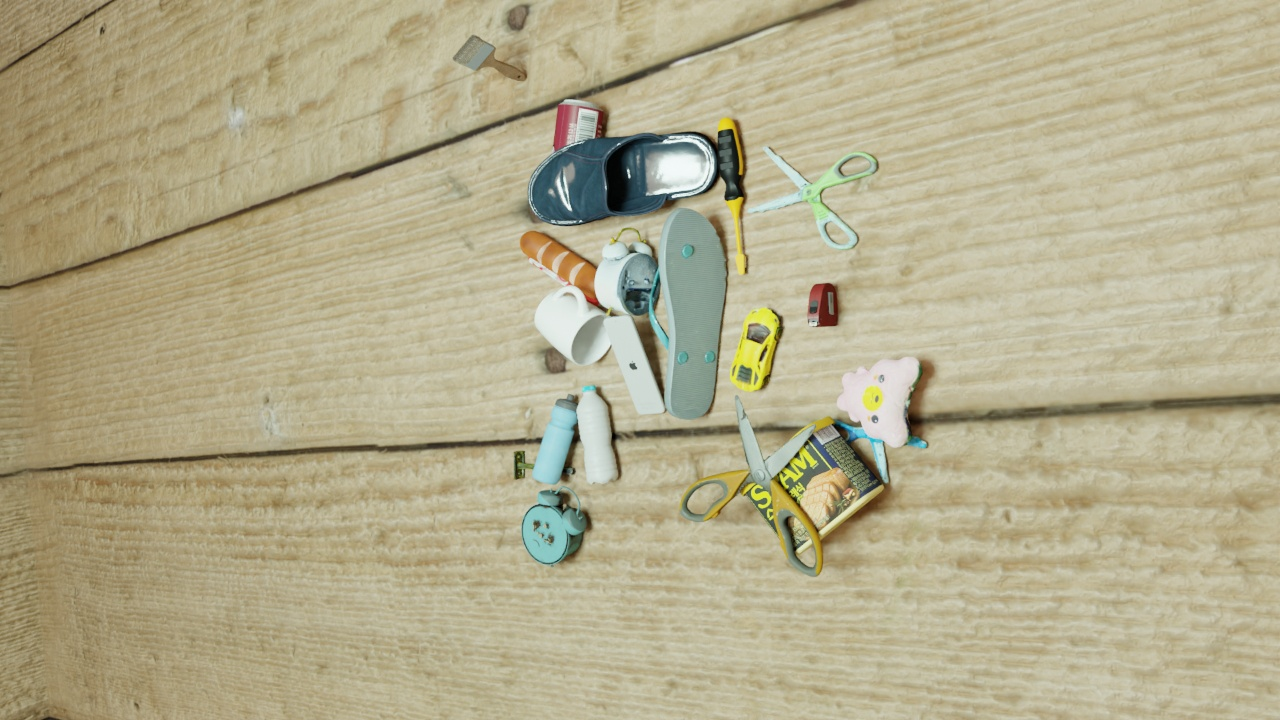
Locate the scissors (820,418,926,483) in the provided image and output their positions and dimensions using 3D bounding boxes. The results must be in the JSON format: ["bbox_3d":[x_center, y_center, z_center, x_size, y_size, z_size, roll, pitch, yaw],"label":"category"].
[{"bbox_3d":[0.265,0.078,1.075,0.140,0.011,0.134,-12,87,34],"label":"scissors"}]

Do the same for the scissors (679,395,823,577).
[{"bbox_3d":[0.131,0.153,1.073,0.230,0.016,0.225,-23,86,37],"label":"scissors"}]

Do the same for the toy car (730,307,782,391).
[{"bbox_3d":[0.143,-0.014,1.142,0.049,0.030,0.107,20,102,33],"label":"toy car"}]

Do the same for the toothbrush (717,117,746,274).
[{"bbox_3d":[0.117,-0.206,1.150,0.031,0.030,0.196,-5,92,30],"label":"toothbrush"}]

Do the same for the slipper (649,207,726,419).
[{"bbox_3d":[0.060,-0.059,1.172,0.055,0.098,0.269,15,110,58],"label":"slipper"}]

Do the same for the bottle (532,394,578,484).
[{"bbox_3d":[-0.118,0.110,1.311,0.040,0.040,0.130,18,92,32],"label":"bottle"}]

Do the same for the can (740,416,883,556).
[{"bbox_3d":[0.200,0.150,1.079,0.104,0.075,0.136,53,125,18],"label":"can"}]

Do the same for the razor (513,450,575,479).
[{"bbox_3d":[-0.142,0.159,1.352,0.106,0.026,0.042,2,92,30],"label":"razor"}]

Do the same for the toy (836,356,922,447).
[{"bbox_3d":[0.268,0.040,1.034,0.093,0.050,0.102,15,96,32],"label":"toy"}]

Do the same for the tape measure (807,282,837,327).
[{"bbox_3d":[0.214,-0.065,1.072,0.019,0.058,0.051,-1,92,34],"label":"tape measure"}]

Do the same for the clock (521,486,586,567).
[{"bbox_3d":[-0.121,0.235,1.321,0.090,0.053,0.124,40,114,25],"label":"clock"}]

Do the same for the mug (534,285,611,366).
[{"bbox_3d":[-0.094,-0.061,1.260,0.088,0.080,0.114,35,145,34],"label":"mug"}]

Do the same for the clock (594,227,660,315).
[{"bbox_3d":[-0.016,-0.117,1.214,0.057,0.083,0.117,12,100,40],"label":"clock"}]

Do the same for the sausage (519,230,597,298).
[{"bbox_3d":[-0.107,-0.136,1.297,0.164,0.044,0.039,35,100,28],"label":"sausage"}]

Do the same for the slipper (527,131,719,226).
[{"bbox_3d":[-0.035,-0.236,1.180,0.266,0.083,0.109,-6,102,20],"label":"slipper"}]

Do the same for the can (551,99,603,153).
[{"bbox_3d":[-0.089,-0.296,1.264,0.063,0.063,0.114,14,100,33],"label":"can"}]

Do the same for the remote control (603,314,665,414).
[{"bbox_3d":[-0.007,0.007,1.221,0.045,0.008,0.147,-6,114,34],"label":"remote control"}]

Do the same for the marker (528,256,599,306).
[{"bbox_3d":[-0.113,-0.115,1.321,0.142,0.012,0.013,36,111,28],"label":"marker"}]

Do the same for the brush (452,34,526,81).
[{"bbox_3d":[-0.204,-0.415,1.288,0.045,0.143,0.008,-41,71,19],"label":"brush"}]

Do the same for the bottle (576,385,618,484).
[{"bbox_3d":[-0.062,0.103,1.279,0.044,0.044,0.136,-11,86,34],"label":"bottle"}]

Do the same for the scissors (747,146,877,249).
[{"bbox_3d":[0.204,-0.196,1.099,0.172,0.024,0.165,-16,89,36],"label":"scissors"}]
